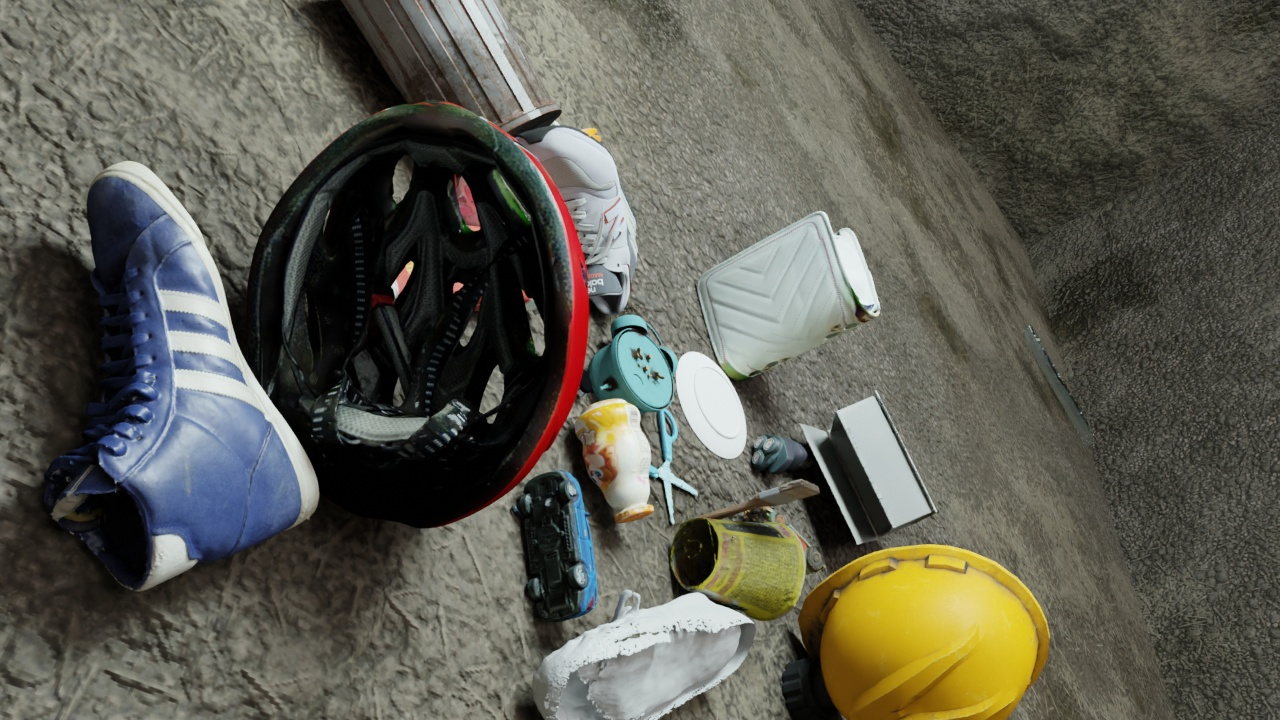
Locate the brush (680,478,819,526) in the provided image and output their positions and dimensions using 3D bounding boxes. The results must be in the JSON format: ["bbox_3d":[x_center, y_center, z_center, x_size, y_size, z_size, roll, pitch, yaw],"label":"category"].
[{"bbox_3d":[0.101,0.143,0.895,0.045,0.143,0.008,28,46,-54],"label":"brush"}]

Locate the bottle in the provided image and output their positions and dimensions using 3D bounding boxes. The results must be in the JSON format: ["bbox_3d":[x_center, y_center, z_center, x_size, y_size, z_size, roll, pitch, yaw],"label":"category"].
[{"bbox_3d":[-0.020,0.092,0.835,0.063,0.063,0.108,7,60,-53],"label":"bottle"}]

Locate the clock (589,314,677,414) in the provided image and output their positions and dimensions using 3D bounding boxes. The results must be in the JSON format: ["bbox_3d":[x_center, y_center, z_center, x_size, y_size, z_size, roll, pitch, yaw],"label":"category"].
[{"bbox_3d":[-0.005,0.006,0.932,0.090,0.053,0.124,49,34,-23],"label":"clock"}]

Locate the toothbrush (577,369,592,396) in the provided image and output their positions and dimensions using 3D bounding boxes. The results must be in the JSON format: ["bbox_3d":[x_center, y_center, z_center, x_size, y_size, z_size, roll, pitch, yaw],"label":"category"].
[{"bbox_3d":[-0.075,-0.043,0.902,0.014,0.014,0.167,2,61,-42],"label":"toothbrush"}]

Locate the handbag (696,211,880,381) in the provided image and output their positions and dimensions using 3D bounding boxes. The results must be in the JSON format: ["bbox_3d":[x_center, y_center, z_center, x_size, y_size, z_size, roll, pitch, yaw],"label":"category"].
[{"bbox_3d":[0.181,-0.073,1.124,0.096,0.199,0.141,16,55,-51],"label":"handbag"}]

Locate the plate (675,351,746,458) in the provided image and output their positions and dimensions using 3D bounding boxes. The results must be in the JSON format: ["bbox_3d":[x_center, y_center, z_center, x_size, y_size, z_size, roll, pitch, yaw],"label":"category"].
[{"bbox_3d":[0.088,0.049,1.073,0.134,0.011,0.134,35,41,-37],"label":"plate"}]

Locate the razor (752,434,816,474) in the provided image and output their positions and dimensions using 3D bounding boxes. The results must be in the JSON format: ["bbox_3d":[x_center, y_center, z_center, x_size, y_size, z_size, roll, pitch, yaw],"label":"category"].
[{"bbox_3d":[0.183,0.118,1.134,0.142,0.047,0.052,15,30,-53],"label":"razor"}]

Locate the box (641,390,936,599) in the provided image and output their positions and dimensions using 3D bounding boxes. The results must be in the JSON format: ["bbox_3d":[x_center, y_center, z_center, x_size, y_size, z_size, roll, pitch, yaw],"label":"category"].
[{"bbox_3d":[0.175,0.207,1.223,0.168,0.404,0.171,66,16,17],"label":"box"}]

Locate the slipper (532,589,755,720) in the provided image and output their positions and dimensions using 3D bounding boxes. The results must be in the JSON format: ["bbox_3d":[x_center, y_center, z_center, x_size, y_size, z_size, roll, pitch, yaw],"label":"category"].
[{"bbox_3d":[0.004,0.239,0.752,0.246,0.075,0.112,2,96,-53],"label":"slipper"}]

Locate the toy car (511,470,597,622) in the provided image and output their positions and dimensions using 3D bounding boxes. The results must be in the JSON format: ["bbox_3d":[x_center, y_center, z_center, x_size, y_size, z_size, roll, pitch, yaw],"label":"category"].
[{"bbox_3d":[-0.065,0.149,0.741,0.043,0.056,0.120,20,53,-55],"label":"toy car"}]

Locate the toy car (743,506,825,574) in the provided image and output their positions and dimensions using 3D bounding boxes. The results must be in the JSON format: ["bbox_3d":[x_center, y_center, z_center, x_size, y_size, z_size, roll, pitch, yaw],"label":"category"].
[{"bbox_3d":[0.153,0.208,1.015,0.112,0.047,0.047,45,58,-16],"label":"toy car"}]

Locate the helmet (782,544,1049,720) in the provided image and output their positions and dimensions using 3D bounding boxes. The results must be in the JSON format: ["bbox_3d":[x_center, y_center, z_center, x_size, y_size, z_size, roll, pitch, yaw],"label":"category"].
[{"bbox_3d":[0.261,0.304,0.896,0.205,0.256,0.131,60,32,-4],"label":"helmet"}]

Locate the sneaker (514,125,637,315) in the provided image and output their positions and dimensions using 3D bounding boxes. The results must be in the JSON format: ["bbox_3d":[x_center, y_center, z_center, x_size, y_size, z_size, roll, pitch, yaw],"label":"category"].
[{"bbox_3d":[-0.051,-0.121,0.893,0.239,0.089,0.124,42,41,-66],"label":"sneaker"}]

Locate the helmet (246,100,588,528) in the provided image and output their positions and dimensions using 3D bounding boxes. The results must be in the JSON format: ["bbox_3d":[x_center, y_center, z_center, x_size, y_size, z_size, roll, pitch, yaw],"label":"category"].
[{"bbox_3d":[-0.139,-0.028,0.606,0.167,0.217,0.272,-20,119,-81],"label":"helmet"}]

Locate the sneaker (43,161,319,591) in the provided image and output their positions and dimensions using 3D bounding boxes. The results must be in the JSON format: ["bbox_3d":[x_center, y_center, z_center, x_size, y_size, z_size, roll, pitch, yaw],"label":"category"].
[{"bbox_3d":[-0.284,0.013,0.499,0.118,0.092,0.233,-37,106,-56],"label":"sneaker"}]

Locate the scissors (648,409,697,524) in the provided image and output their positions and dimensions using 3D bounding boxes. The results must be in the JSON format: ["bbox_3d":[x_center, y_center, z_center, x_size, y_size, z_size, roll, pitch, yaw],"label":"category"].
[{"bbox_3d":[0.016,0.098,0.936,0.135,0.015,0.135,39,40,-42],"label":"scissors"}]

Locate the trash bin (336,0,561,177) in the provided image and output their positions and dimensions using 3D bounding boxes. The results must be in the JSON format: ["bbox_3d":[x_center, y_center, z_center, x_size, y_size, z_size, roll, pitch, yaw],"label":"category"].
[{"bbox_3d":[-0.178,-0.290,0.836,0.211,0.131,0.130,59,32,-8],"label":"trash bin"}]

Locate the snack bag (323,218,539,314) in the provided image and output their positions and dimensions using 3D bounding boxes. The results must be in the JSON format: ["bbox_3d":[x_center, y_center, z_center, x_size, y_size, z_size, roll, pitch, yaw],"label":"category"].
[{"bbox_3d":[-0.165,-0.079,0.780,0.224,0.041,0.077,-6,69,-55],"label":"snack bag"}]

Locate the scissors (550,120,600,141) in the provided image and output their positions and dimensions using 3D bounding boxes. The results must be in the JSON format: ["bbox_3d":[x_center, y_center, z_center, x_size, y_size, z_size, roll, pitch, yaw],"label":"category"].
[{"bbox_3d":[-0.081,-0.260,1.065,0.070,0.013,0.130,57,33,-9],"label":"scissors"}]

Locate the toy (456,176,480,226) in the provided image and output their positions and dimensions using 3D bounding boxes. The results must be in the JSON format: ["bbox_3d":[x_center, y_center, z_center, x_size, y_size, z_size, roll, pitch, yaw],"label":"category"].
[{"bbox_3d":[-0.146,-0.145,0.828,0.047,0.064,0.109,63,19,2],"label":"toy"}]

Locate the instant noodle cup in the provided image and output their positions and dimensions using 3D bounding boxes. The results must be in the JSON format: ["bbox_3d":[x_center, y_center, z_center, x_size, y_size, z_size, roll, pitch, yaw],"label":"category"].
[{"bbox_3d":[0.091,0.198,0.895,0.108,0.102,0.102,21,49,-35],"label":"instant noodle cup"}]
